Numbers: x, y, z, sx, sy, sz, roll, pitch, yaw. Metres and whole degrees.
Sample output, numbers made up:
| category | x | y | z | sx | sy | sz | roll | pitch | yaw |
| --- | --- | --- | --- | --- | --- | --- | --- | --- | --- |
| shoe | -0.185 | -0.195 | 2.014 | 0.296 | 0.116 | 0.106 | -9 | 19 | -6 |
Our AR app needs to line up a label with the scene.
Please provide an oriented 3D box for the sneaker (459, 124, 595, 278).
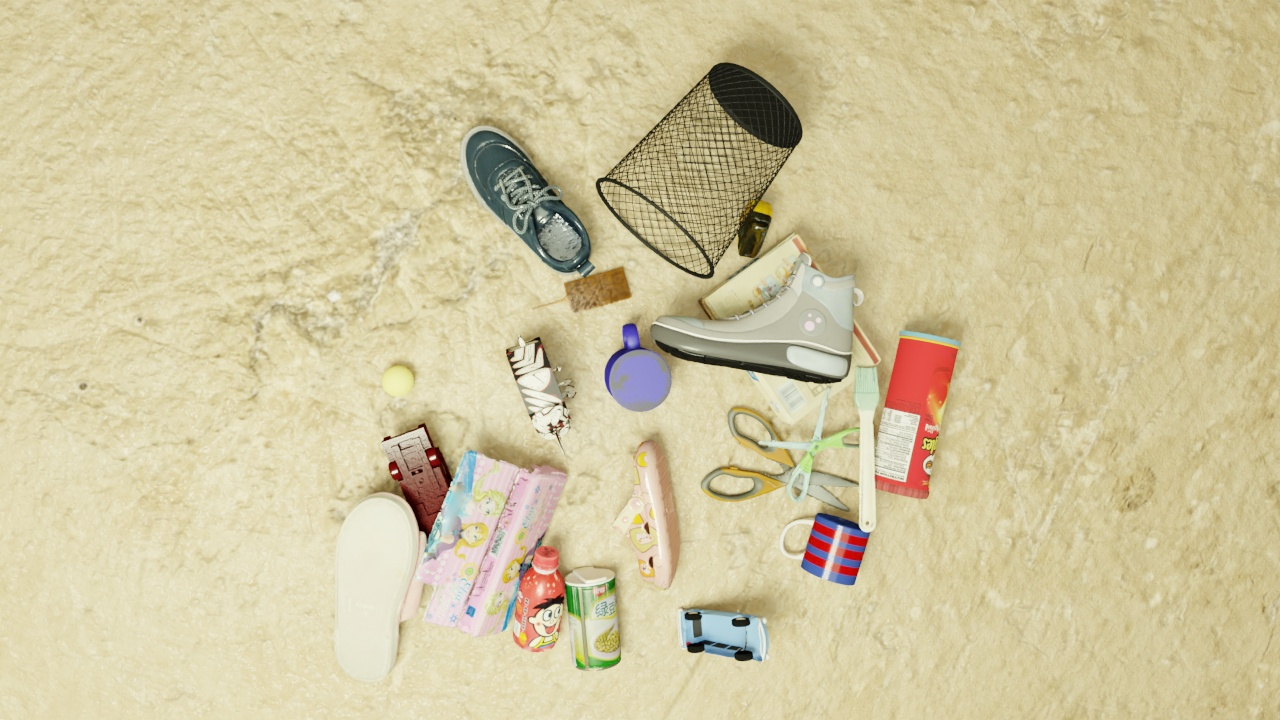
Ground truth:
| category | x | y | z | sx | sy | sz | roll | pitch | yaw |
| --- | --- | --- | --- | --- | --- | --- | --- | --- | --- |
| sneaker | -0.143 | -0.199 | 1.157 | 0.089 | 0.087 | 0.235 | -42 | 97 | -2 |

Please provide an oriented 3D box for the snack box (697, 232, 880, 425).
| category | x | y | z | sx | sy | sz | roll | pitch | yaw |
| --- | --- | --- | --- | --- | --- | --- | --- | --- | --- |
| snack box | 0.197 | -0.041 | 1.222 | 0.153 | 0.055 | 0.207 | -36 | 97 | -3 |

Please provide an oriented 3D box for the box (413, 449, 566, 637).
| category | x | y | z | sx | sy | sz | roll | pitch | yaw |
| --- | --- | --- | --- | --- | --- | --- | --- | --- | --- |
| box | -0.188 | 0.236 | 1.163 | 0.160 | 0.062 | 0.230 | 21 | 92 | -43 |

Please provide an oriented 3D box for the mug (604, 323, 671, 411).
| category | x | y | z | sx | sy | sz | roll | pitch | yaw |
| --- | --- | --- | --- | --- | --- | --- | --- | --- | --- |
| mug | -0.007 | 0.007 | 1.188 | 0.079 | 0.083 | 0.111 | -9 | 95 | -6 |

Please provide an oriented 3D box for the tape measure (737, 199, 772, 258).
| category | x | y | z | sx | sy | sz | roll | pitch | yaw |
| --- | --- | --- | --- | --- | --- | --- | --- | --- | --- |
| tape measure | 0.147 | -0.176 | 1.203 | 0.037 | 0.066 | 0.064 | 14 | 55 | -4 |

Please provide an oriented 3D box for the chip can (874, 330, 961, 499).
| category | x | y | z | sx | sy | sz | roll | pitch | yaw |
| --- | --- | --- | --- | --- | --- | --- | --- | --- | --- |
| chip can | 0.366 | 0.073 | 1.234 | 0.087 | 0.087 | 0.213 | 12 | 91 | -7 |

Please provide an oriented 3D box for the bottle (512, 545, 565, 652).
| category | x | y | z | sx | sy | sz | roll | pitch | yaw |
| --- | --- | --- | --- | --- | --- | --- | --- | --- | --- |
| bottle | -0.129 | 0.306 | 1.190 | 0.062 | 0.062 | 0.138 | 7 | 112 | -7 |

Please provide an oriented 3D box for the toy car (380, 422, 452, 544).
| category | x | y | z | sx | sy | sz | roll | pitch | yaw |
| --- | --- | --- | --- | --- | --- | --- | --- | --- | --- |
| toy car | -0.273 | 0.165 | 1.178 | 0.070 | 0.062 | 0.170 | -20 | 106 | -5 |

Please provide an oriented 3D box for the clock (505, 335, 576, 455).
| category | x | y | z | sx | sy | sz | roll | pitch | yaw |
| --- | --- | --- | --- | --- | --- | --- | --- | --- | --- |
| clock | -0.115 | 0.045 | 1.160 | 0.065 | 0.115 | 0.154 | -21 | 79 | -5 |

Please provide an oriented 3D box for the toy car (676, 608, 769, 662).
| category | x | y | z | sx | sy | sz | roll | pitch | yaw |
| --- | --- | --- | --- | --- | --- | --- | --- | --- | --- |
| toy car | 0.111 | 0.358 | 1.205 | 0.054 | 0.154 | 0.056 | 0 | 84 | -43 |

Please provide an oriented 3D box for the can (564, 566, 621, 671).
| category | x | y | z | sx | sy | sz | roll | pitch | yaw |
| --- | --- | --- | --- | --- | --- | --- | --- | --- | --- |
| can | -0.062 | 0.340 | 1.213 | 0.067 | 0.067 | 0.121 | -5 | 95 | -6 |

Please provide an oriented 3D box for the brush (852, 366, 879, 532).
| category | x | y | z | sx | sy | sz | roll | pitch | yaw |
| --- | --- | --- | --- | --- | --- | --- | --- | --- | --- |
| brush | 0.297 | 0.117 | 1.204 | 0.033 | 0.012 | 0.217 | -1 | 90 | -7 |

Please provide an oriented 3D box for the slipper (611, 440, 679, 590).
| category | x | y | z | sx | sy | sz | roll | pitch | yaw |
| --- | --- | --- | --- | --- | --- | --- | --- | --- | --- |
| slipper | 0.003 | 0.204 | 1.210 | 0.082 | 0.093 | 0.197 | -6 | 93 | 14 |

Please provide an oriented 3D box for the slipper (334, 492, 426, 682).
| category | x | y | z | sx | sy | sz | roll | pitch | yaw |
| --- | --- | --- | --- | --- | --- | --- | --- | --- | --- |
| slipper | -0.334 | 0.288 | 1.173 | 0.114 | 0.054 | 0.275 | 18 | 109 | 9 |

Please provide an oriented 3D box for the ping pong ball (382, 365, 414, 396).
| category | x | y | z | sx | sy | sz | roll | pitch | yaw |
| --- | --- | --- | --- | --- | --- | --- | --- | --- | --- |
| ping pong ball | -0.311 | 0.027 | 1.178 | 0.040 | 0.040 | 0.040 | 0 | 94 | -6 |

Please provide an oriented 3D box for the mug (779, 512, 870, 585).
| category | x | y | z | sx | sy | sz | roll | pitch | yaw |
| --- | --- | --- | --- | --- | --- | --- | --- | --- | --- |
| mug | 0.247 | 0.249 | 1.245 | 0.112 | 0.075 | 0.076 | 17 | 92 | 18 |

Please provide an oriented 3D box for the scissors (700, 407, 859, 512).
| category | x | y | z | sx | sy | sz | roll | pitch | yaw |
| --- | --- | --- | --- | --- | --- | --- | --- | --- | --- |
| scissors | 0.187 | 0.163 | 1.256 | 0.225 | 0.016 | 0.175 | 37 | 89 | -9 |

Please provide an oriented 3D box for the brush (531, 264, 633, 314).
| category | x | y | z | sx | sy | sz | roll | pitch | yaw |
| --- | --- | --- | --- | --- | --- | --- | --- | --- | --- |
| brush | -0.077 | -0.086 | 1.208 | 0.126 | 0.017 | 0.048 | -16 | 95 | -5 |

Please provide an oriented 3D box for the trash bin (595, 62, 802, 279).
| category | x | y | z | sx | sy | sz | roll | pitch | yaw |
| --- | --- | --- | --- | --- | --- | --- | --- | --- | --- |
| trash bin | 0.081 | -0.241 | 1.142 | 0.184 | 0.184 | 0.210 | 40 | 83 | -7 |

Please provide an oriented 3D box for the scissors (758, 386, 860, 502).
| category | x | y | z | sx | sy | sz | roll | pitch | yaw |
| --- | --- | --- | --- | --- | --- | --- | --- | --- | --- |
| scissors | 0.233 | 0.115 | 1.224 | 0.171 | 0.021 | 0.173 | 3 | 115 | -19 |

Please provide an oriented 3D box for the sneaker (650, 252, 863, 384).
| category | x | y | z | sx | sy | sz | roll | pitch | yaw |
| --- | --- | --- | --- | --- | --- | --- | --- | --- | --- |
| sneaker | 0.148 | -0.064 | 1.150 | 0.256 | 0.093 | 0.160 | 12 | 84 | -5 |
